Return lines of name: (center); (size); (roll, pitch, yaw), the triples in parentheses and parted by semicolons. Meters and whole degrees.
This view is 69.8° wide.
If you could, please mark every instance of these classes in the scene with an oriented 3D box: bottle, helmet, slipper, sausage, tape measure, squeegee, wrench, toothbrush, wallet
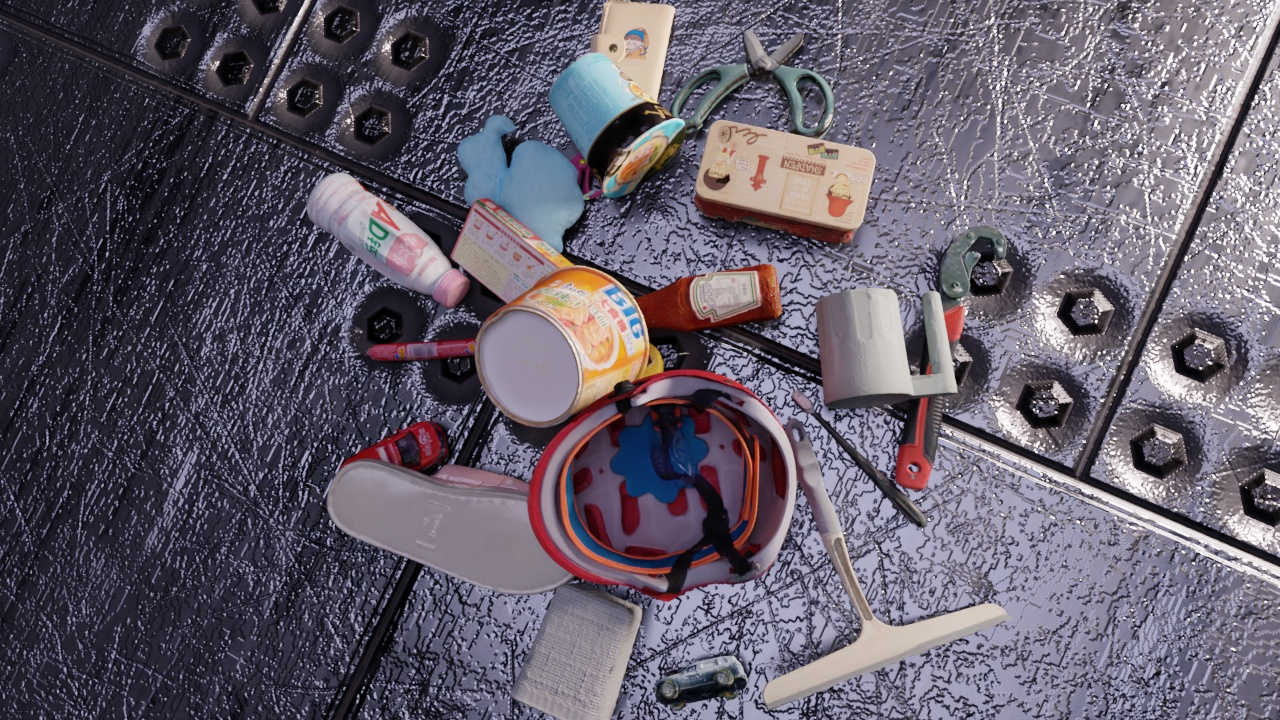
bottle: (0.039, -0.055, 0.939); (0.206, 0.059, 0.059); (-9, 79, 12)
helmet: (0.021, 0.105, 0.866); (0.240, 0.143, 0.207); (-9, 104, 5)
slipper: (-0.186, 0.166, 0.946); (0.274, 0.054, 0.114); (13, 91, 2)
sausage: (-0.230, -0.011, 1.004); (0.156, 0.020, 0.020); (-3, 80, 11)
tape measure: (-0.006, 0.006, 0.953); (0.057, 0.029, 0.060); (-40, 76, 2)
squeegee: (0.187, 0.173, 0.884); (0.246, 0.039, 0.246); (-17, 72, -10)
wrench: (0.298, -0.006, 0.902); (0.056, 0.016, 0.273); (17, 84, 14)
toothbrush: (0.214, 0.095, 0.903); (0.015, 0.018, 0.181); (-43, 77, -1)
bottle: (-0.275, -0.128, 1.010); (0.197, 0.068, 0.068); (37, 89, 10)
wallet: (-0.015, -0.341, 1.012); (0.087, 0.024, 0.115); (9, 84, 11)

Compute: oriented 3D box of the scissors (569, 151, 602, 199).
scissors: (-0.052, -0.241, 1.009); (0.063, 0.017, 0.135); (11, 80, 16)

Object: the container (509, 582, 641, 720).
container: (-0.057, 0.282, 0.890); (0.090, 0.090, 0.114); (19, 82, 13)

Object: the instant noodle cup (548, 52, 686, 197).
instant noodle cup: (-0.031, -0.251, 0.955); (0.111, 0.111, 0.120); (-39, 79, 3)

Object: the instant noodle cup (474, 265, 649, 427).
instant noodle cup: (-0.082, -0.008, 0.897); (0.151, 0.111, 0.151); (9, 111, 25)

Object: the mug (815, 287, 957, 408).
mug: (0.233, -0.012, 0.883); (0.124, 0.084, 0.103); (-6, 78, 6)

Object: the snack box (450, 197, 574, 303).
snack box: (-0.128, -0.097, 0.977); (0.156, 0.027, 0.077); (39, 121, 14)

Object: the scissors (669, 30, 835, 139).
scissors: (0.116, -0.273, 0.965); (0.170, 0.019, 0.173); (-29, 62, 7)

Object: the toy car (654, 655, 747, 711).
toy car: (0.058, 0.311, 0.886); (0.090, 0.043, 0.034); (-16, 51, 5)

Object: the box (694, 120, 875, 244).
box: (0.143, -0.176, 0.935); (0.168, 0.079, 0.091); (13, 83, 7)

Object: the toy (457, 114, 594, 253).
toy: (-0.125, -0.190, 0.994); (0.156, 0.049, 0.161); (-6, 93, 24)

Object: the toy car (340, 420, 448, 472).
toy car: (-0.264, 0.106, 0.980); (0.120, 0.045, 0.053); (-27, 78, 4)
